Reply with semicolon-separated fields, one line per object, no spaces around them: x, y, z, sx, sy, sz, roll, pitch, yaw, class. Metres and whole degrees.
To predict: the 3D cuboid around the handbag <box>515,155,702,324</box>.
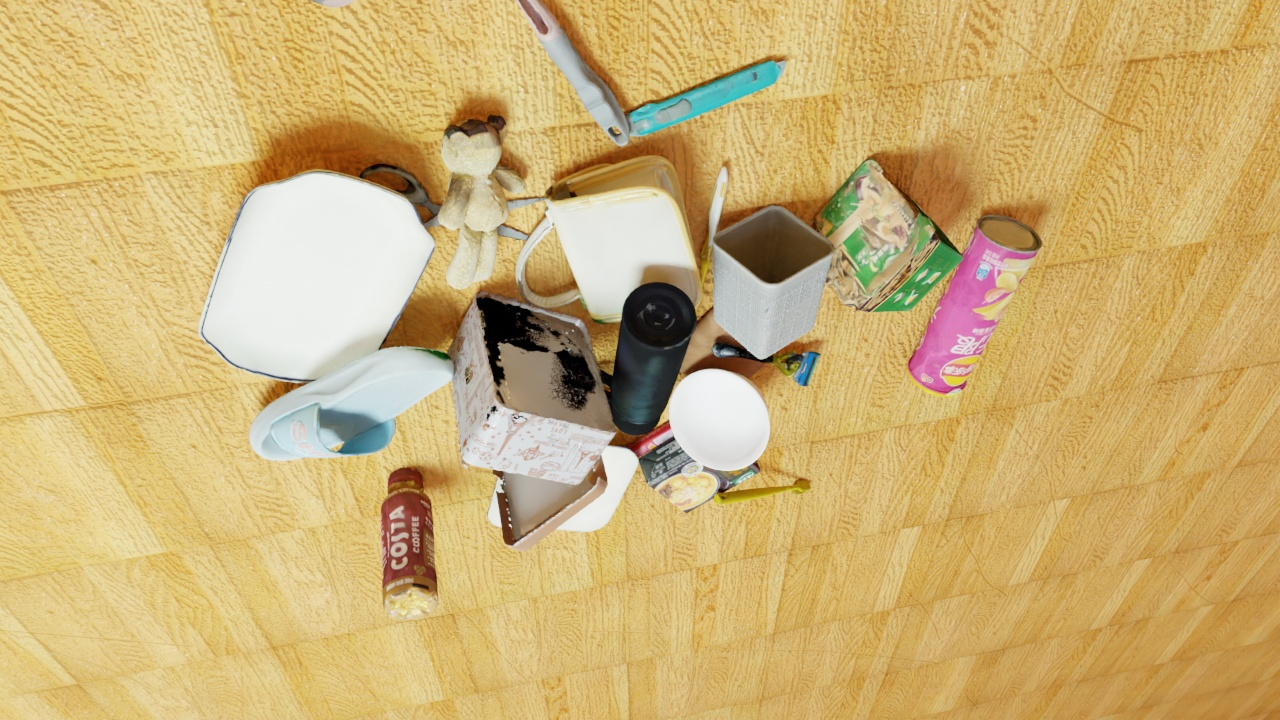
-0.039;-0.107;0.870;0.179;0.063;0.163;-9;137;10;handbag

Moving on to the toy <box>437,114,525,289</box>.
-0.146;-0.134;0.795;0.104;0.066;0.157;-32;141;-45;toy

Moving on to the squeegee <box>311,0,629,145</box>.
-0.076;-0.257;0.717;0.248;0.040;0.249;-18;144;24;squeegee

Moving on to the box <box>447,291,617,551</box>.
-0.127;0.067;0.927;0.156;0.182;0.193;17;124;-29;box

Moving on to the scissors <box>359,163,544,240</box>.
-0.178;-0.130;0.831;0.160;0.014;0.175;-33;135;15;scissors

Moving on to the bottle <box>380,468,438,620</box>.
-0.258;0.198;1.017;0.057;0.174;0.058;-9;136;-9;bottle

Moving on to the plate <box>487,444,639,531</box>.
-0.097;0.146;1.114;0.164;0.034;0.164;7;131;-23;plate

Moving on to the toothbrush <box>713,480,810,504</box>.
0.159;0.172;1.187;0.189;0.015;0.017;0;145;-45;toothbrush

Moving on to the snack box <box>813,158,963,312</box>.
0.250;-0.114;0.915;0.105;0.118;0.118;10;132;-41;snack box

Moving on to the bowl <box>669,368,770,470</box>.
0.098;0.057;1.028;0.119;0.118;0.064;-52;170;31;bowl

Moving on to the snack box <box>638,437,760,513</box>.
0.078;0.129;1.129;0.113;0.053;0.125;-32;138;15;snack box

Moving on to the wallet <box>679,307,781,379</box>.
0.097;-0.014;1.025;0.115;0.020;0.101;26;121;-39;wallet

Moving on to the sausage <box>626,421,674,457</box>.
0.037;0.083;1.102;0.156;0.020;0.020;-32;134;16;sausage

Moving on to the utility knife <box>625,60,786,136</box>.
0.053;-0.228;0.801;0.157;0.013;0.029;-21;137;4;utility knife

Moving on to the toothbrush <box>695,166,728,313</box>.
0.064;-0.112;0.919;0.018;0.016;0.192;3;134;-7;toothbrush

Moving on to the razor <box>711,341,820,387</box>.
0.136;-0.002;1.024;0.142;0.022;0.043;11;102;-30;razor

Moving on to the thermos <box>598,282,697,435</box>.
-0.006;0.005;0.929;0.090;0.068;0.243;21;155;3;thermos

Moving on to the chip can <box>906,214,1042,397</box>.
0.367;-0.057;1.023;0.071;0.071;0.211;-2;134;-15;chip can

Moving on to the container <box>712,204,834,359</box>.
0.127;-0.073;0.911;0.090;0.090;0.114;-30;144;-23;container

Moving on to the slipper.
-0.281;0.056;0.911;0.246;0.074;0.104;-25;158;27;slipper

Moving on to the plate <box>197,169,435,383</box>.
-0.291;-0.074;0.820;0.162;0.034;0.267;13;136;-29;plate
